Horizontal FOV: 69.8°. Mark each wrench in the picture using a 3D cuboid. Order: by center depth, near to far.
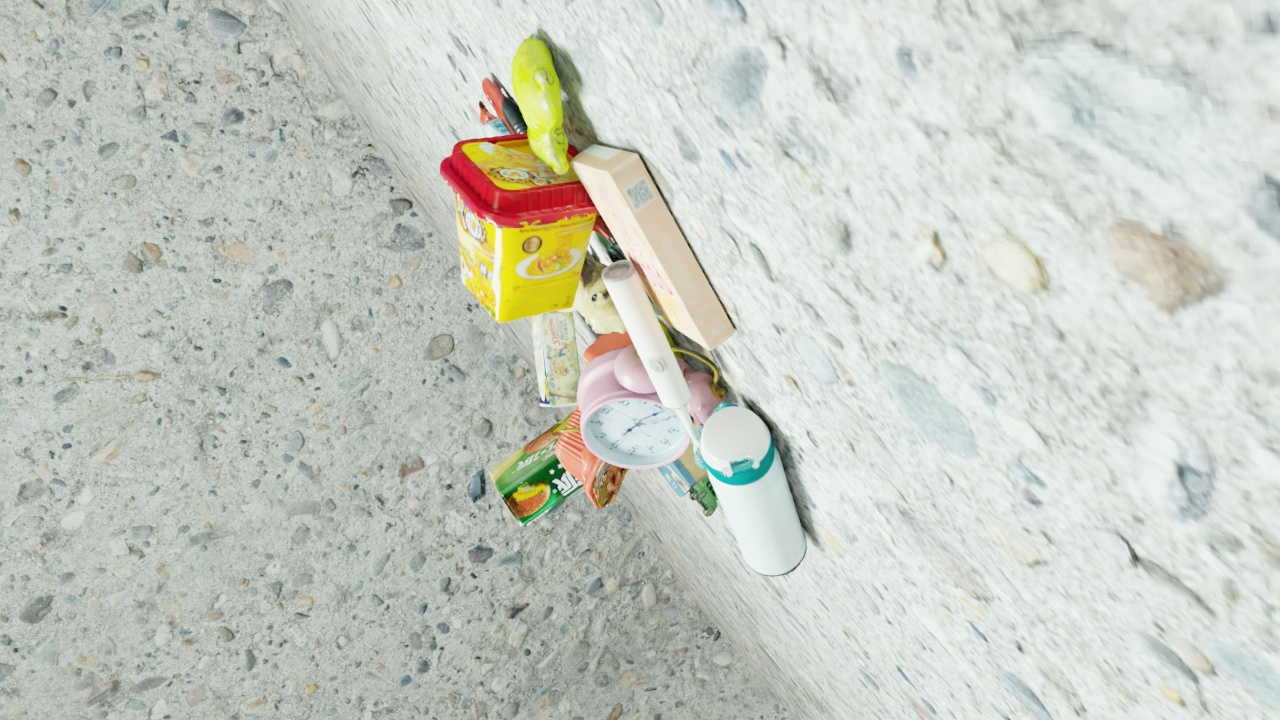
[{"bbox_3d":[-0.060,-0.147,0.825,0.273,0.016,0.056,52,167,8],"label":"wrench"}]

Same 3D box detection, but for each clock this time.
[{"bbox_3d":[0.008,0.038,0.839,0.117,0.159,0.059,29,-141,-21],"label":"clock"}]

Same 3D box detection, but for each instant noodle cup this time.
[{"bbox_3d":[-0.096,-0.106,0.746,0.116,0.115,0.124,46,139,39],"label":"instant noodle cup"},{"bbox_3d":[-0.039,0.088,1.111,0.079,0.164,0.189,26,165,11],"label":"instant noodle cup"}]

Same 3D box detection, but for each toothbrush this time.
[{"bbox_3d":[0.020,0.012,0.760,0.026,0.027,0.221,-74,-32,-46],"label":"toothbrush"}]

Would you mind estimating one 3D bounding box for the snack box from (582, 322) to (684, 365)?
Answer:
[{"bbox_3d":[-0.005,0.005,0.914,0.082,0.080,0.091,44,167,51],"label":"snack box"}]

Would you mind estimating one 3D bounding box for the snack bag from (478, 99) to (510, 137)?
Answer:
[{"bbox_3d":[-0.128,-0.209,0.900,0.104,0.026,0.048,49,176,24],"label":"snack bag"}]

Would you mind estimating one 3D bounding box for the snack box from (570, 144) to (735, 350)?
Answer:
[{"bbox_3d":[0.009,-0.084,0.678,0.157,0.026,0.084,59,170,-26],"label":"snack box"}]

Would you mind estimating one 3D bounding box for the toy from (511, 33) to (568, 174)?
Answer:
[{"bbox_3d":[-0.072,-0.183,0.658,0.096,0.031,0.100,-128,21,-59],"label":"toy"}]

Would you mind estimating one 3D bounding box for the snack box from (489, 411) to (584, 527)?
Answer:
[{"bbox_3d":[-0.087,0.120,1.248,0.063,0.240,0.114,58,171,-16],"label":"snack box"}]

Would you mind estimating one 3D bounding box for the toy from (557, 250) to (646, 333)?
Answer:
[{"bbox_3d":[-0.046,-0.057,0.823,0.105,0.066,0.157,53,163,-26],"label":"toy"}]

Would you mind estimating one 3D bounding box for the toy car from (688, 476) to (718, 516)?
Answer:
[{"bbox_3d":[0.082,0.177,1.248,0.043,0.036,0.091,45,167,37],"label":"toy car"}]

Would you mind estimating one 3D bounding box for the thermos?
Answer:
[{"bbox_3d":[0.104,0.121,0.843,0.073,0.073,0.224,46,168,39],"label":"thermos"}]

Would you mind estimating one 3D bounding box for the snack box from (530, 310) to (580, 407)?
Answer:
[{"bbox_3d":[-0.114,-0.031,1.190,0.178,0.045,0.182,168,96,-80],"label":"snack box"}]

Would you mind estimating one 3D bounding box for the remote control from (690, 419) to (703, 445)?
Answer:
[{"bbox_3d":[0.070,0.076,0.945,0.135,0.019,0.056,49,151,29],"label":"remote control"}]

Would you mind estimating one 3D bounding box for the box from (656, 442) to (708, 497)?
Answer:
[{"bbox_3d":[0.049,0.107,1.080,0.090,0.063,0.184,52,169,11],"label":"box"}]
